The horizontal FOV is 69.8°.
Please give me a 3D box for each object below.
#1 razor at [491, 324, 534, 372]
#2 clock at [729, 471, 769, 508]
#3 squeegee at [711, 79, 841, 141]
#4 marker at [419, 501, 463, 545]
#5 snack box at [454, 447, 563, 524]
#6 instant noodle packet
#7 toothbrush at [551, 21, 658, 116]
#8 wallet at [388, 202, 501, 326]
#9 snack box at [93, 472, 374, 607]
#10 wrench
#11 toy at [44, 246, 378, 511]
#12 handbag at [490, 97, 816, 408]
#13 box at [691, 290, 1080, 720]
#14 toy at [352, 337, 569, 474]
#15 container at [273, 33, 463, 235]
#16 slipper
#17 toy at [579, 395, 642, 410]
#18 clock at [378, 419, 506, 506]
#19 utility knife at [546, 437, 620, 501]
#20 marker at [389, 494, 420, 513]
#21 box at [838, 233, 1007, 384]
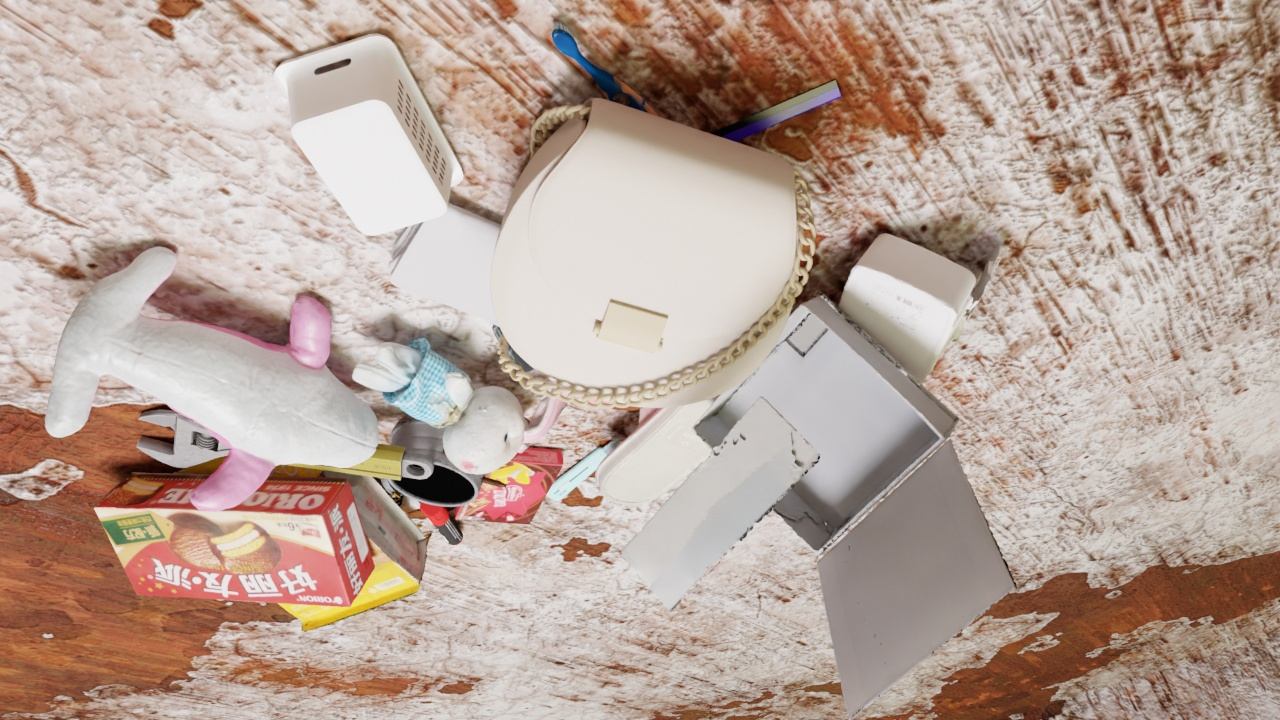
[{"bbox_3d":[-0.055,-0.019,0.777,0.140,0.063,0.053,-1,143,7],"label":"razor"},{"bbox_3d":[0.162,0.094,0.980,0.158,0.072,0.120,-27,140,22],"label":"clock"},{"bbox_3d":[0.062,-0.087,0.727,0.250,0.055,0.185,-20,134,13],"label":"squeegee"},{"bbox_3d":[-0.219,0.181,1.020,0.023,0.021,0.145,13,157,5],"label":"marker"},{"bbox_3d":[-0.146,0.137,1.004,0.089,0.021,0.133,7,140,-21],"label":"snack box"},{"bbox_3d":[-0.346,0.163,0.941,0.163,0.084,0.221,-22,121,20],"label":"instant noodle packet"},{"bbox_3d":[-0.017,-0.181,0.620,0.022,0.017,0.135,-25,144,25],"label":"toothbrush"},{"bbox_3d":[-0.131,-0.078,0.719,0.116,0.032,0.086,25,120,-36],"label":"wallet"},{"bbox_3d":[-0.386,0.171,0.881,0.236,0.060,0.113,1,120,11],"label":"snack box"},{"bbox_3d":[-0.327,0.083,0.846,0.273,0.018,0.084,9,134,-3],"label":"wrench"},{"bbox_3d":[-0.338,0.022,0.749,0.128,0.186,0.265,14,166,43],"label":"toy"},{"bbox_3d":[0.003,-0.071,0.662,0.210,0.103,0.209,15,124,-10],"label":"handbag"},{"bbox_3d":[0.178,0.124,0.720,0.150,0.368,0.167,19,123,-33],"label":"box"},{"bbox_3d":[-0.155,0.043,0.804,0.131,0.105,0.205,-32,139,32],"label":"toy"},{"bbox_3d":[-0.175,-0.140,0.605,0.081,0.049,0.129,-15,143,6],"label":"container"},{"bbox_3d":[0.060,0.048,0.907,0.275,0.054,0.114,-41,131,20],"label":"slipper"},{"bbox_3d":[-0.005,0.005,0.838,0.090,0.051,0.110,8,137,-31],"label":"toy"},{"bbox_3d":[-0.212,0.105,0.915,0.148,0.056,0.104,-16,137,28],"label":"clock"},{"bbox_3d":[-0.062,0.118,1.007,0.022,0.015,0.129,42,123,-11],"label":"utility knife"},{"bbox_3d":[-0.261,0.155,0.997,0.126,0.025,0.025,-20,143,12],"label":"marker"},{"bbox_3d":[0.257,-0.065,0.806,0.124,0.136,0.109,28,148,18],"label":"box"}]
